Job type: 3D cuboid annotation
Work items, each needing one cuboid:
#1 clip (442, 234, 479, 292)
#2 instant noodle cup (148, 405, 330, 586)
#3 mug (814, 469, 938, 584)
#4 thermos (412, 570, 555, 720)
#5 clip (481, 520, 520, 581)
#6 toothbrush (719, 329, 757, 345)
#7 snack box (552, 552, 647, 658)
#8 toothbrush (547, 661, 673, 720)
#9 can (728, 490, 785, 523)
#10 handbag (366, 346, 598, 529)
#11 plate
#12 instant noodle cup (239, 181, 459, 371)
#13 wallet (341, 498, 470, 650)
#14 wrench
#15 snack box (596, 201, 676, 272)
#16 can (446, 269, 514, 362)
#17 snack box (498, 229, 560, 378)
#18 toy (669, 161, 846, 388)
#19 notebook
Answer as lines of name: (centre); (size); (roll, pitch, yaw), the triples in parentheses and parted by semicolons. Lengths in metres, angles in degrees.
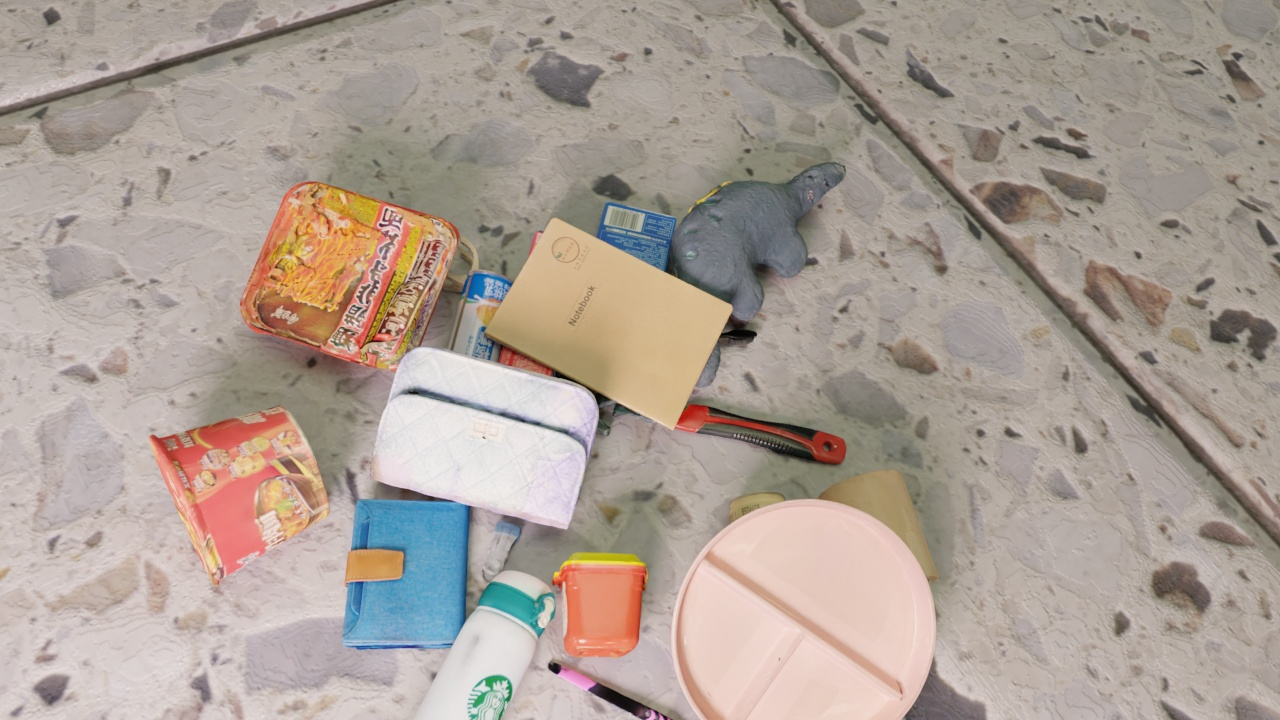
clip: (-0.178, -0.095, 0.988); (0.103, 0.035, 0.092); (26, 61, 2)
instant noodle cup: (-0.343, 0.106, 0.794); (0.108, 0.138, 0.138); (-25, 66, -30)
mug: (0.205, 0.173, 0.869); (0.125, 0.084, 0.103); (-19, 63, 9)
thermos: (-0.139, 0.278, 0.744); (0.073, 0.073, 0.223); (24, 57, 6)
clip: (-0.130, 0.175, 0.846); (0.025, 0.031, 0.057); (20, 54, 1)
toothbrush: (0.034, -0.018, 0.989); (0.189, 0.017, 0.014); (-5, 49, -8)
snack box: (-0.036, 0.214, 0.797); (0.082, 0.091, 0.080); (3, 67, -7)
toothbrush: (0.004, 0.304, 0.791); (0.189, 0.018, 0.014); (24, 66, 7)
can: (0.117, 0.185, 0.853); (0.058, 0.059, 0.116); (-1, 60, -9)
handbag: (-0.141, 0.068, 0.839); (0.194, 0.075, 0.134); (14, 91, -1)
plate: (0.139, 0.231, 0.789); (0.229, 0.028, 0.229); (0, 92, -4)
instant noodle cup: (-0.286, -0.079, 0.919); (0.189, 0.079, 0.164); (18, 77, 4)
wallet: (-0.207, 0.188, 0.817); (0.106, 0.040, 0.132); (4, 58, -11)
wrench: (0.078, 0.068, 0.940); (0.273, 0.016, 0.056); (9, 59, -3)
snack box: (-0.014, -0.103, 1.020); (0.084, 0.026, 0.156); (13, 59, 0)
can: (-0.164, -0.020, 0.921); (0.053, 0.053, 0.134); (12, 71, -2)
snack box: (-0.103, -0.037, 0.952); (0.058, 0.057, 0.207); (11, 59, 0)
toy: (0.110, -0.126, 1.015); (0.138, 0.092, 0.355); (34, 61, 9)
notebook: (-0.029, -0.040, 0.913); (0.207, 0.008, 0.147); (27, 70, 2)
